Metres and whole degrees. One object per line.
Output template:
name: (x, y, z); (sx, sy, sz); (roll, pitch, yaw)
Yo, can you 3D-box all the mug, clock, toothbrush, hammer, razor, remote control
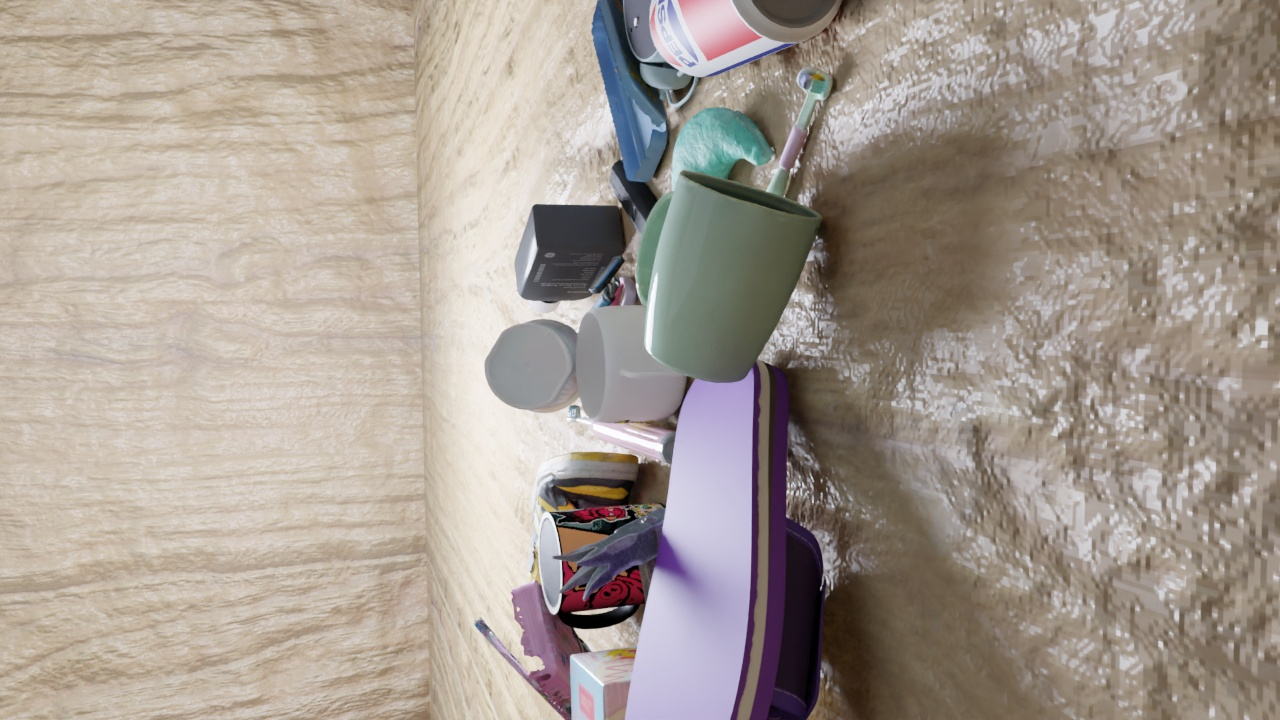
mug: (0.037, -0.052, 0.532); (0.111, 0.084, 0.104); (37, 116, 44)
clock: (0.027, -0.261, 0.648); (0.123, 0.045, 0.159); (174, 93, -71)
toothbrush: (0.081, -0.102, 0.551); (0.022, 0.015, 0.155); (41, 137, 24)
hammer: (0.036, 0.251, 0.609); (0.028, 0.146, 0.317); (1, 105, 47)
mug: (-0.004, 0.004, 0.723); (0.116, 0.068, 0.094); (-160, 70, -70)
razor: (-0.038, -0.054, 0.857); (0.042, 0.022, 0.144); (-53, 0, -20)
mug: (-0.030, 0.178, 0.766); (0.081, 0.098, 0.118); (-120, 34, -54)
remote control: (0.000, -0.127, 0.778); (0.146, 0.015, 0.033); (-116, 31, -50)
toothbrush: (-0.020, 0.060, 0.798); (0.223, 0.027, 0.026); (9, 94, 63)

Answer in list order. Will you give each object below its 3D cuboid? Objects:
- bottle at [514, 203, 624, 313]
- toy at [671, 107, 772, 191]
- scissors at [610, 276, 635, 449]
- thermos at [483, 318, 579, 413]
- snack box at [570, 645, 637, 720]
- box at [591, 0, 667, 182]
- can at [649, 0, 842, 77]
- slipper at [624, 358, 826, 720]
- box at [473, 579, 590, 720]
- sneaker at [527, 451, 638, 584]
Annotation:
bottle: (-0.080, -0.095, 0.914); (0.174, 0.083, 0.046); (131, 134, -64)
toy: (0.050, -0.123, 0.618); (0.085, 0.033, 0.105); (59, 146, 35)
scissors: (-0.023, 0.006, 0.863); (0.171, 0.013, 0.176); (112, 150, -48)
thermos: (-0.097, 0.004, 0.854); (0.220, 0.099, 0.099); (145, 123, -89)
snack box: (0.005, 0.259, 0.679); (0.093, 0.094, 0.079); (167, 102, -71)
box: (-0.014, -0.260, 0.774); (0.125, 0.043, 0.209); (83, 174, -58)
can: (0.056, -0.208, 0.528); (0.132, 0.070, 0.070); (-158, 68, -69)
slipper: (0.066, 0.128, 0.533); (0.108, 0.084, 0.265); (-34, 39, 51)
box: (-0.083, 0.291, 0.841); (0.231, 0.071, 0.084); (71, 180, -51)
sneaker: (-0.057, 0.165, 0.859); (0.239, 0.086, 0.122); (123, 147, -65)
